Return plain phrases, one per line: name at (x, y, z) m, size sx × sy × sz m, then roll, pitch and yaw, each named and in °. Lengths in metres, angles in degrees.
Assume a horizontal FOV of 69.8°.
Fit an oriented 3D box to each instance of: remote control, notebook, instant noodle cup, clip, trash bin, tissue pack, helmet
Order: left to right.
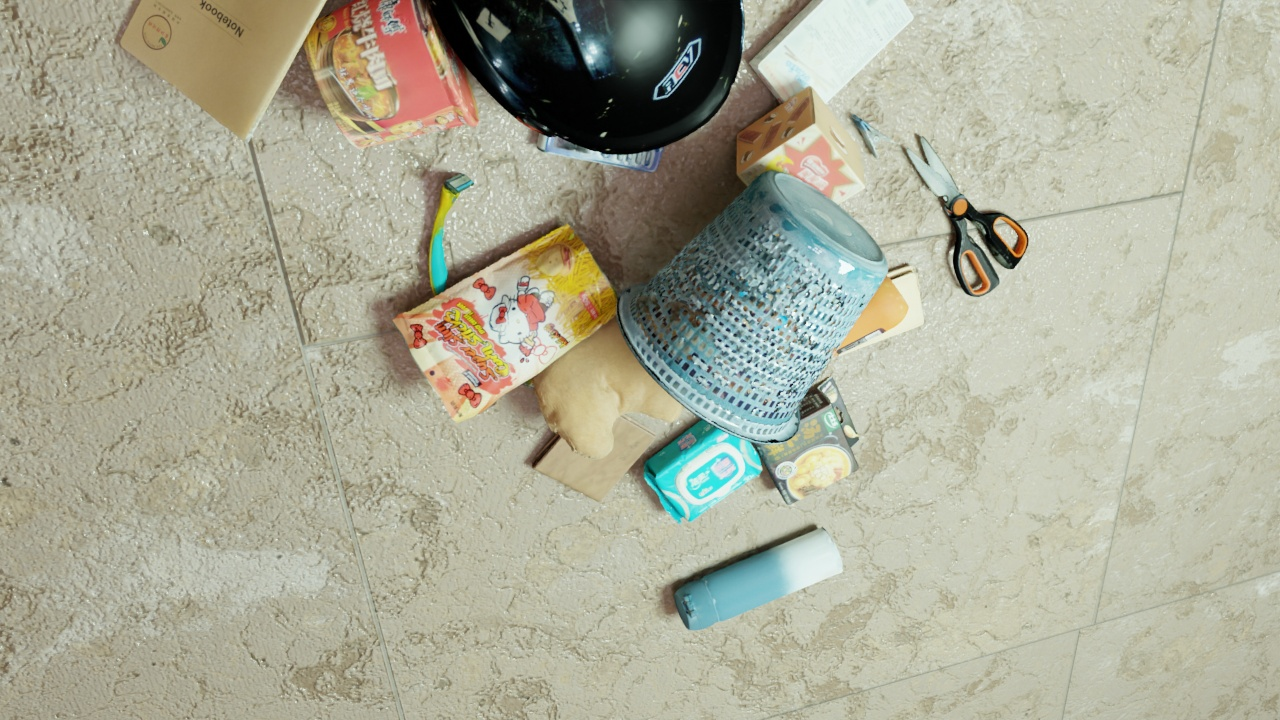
notebook at (-0.322, -0.305, 0.741) m, size 0.148 × 0.008 × 0.208 m, roll 37°, pitch 102°, yaw 8°
instant noodle cup at (-0.213, -0.250, 0.786) m, size 0.108 × 0.137 × 0.138 m, roll -19°, pitch 120°, yaw 2°
helmet at (-0.047, -0.303, 0.751) m, size 0.275 × 0.230 × 0.234 m, roll 42°, pitch 100°, yaw 10°
remote control at (-0.038, -0.221, 0.910) m, size 0.124 × 0.024 × 0.049 m, roll 7°, pitch 113°, yaw -21°
tissue pack at (0.074, 0.129, 1.102) m, size 0.133 × 0.050 × 0.093 m, roll -36°, pitch 121°, yaw 3°
trash bin at (0.122, -0.065, 0.890) m, size 0.226 × 0.226 × 0.195 m, roll 24°, pitch 120°, yaw -26°
clip at (0.247, -0.244, 0.990) m, size 0.056 × 0.024 × 0.026 m, roll 33°, pitch 105°, yaw -34°

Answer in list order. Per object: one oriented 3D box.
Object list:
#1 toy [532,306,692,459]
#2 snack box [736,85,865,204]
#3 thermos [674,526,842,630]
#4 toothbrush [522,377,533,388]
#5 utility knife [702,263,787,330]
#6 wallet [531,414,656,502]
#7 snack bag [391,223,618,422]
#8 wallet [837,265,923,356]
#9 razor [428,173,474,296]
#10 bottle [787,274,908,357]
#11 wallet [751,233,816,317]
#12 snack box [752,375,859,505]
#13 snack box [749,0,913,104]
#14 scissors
toy at (-0.006, 0.006, 0.990) m, size 0.226 × 0.082 × 0.143 m, roll -27°, pitch 97°, yaw -8°
snack box at (0.161, -0.203, 0.932) m, size 0.095 × 0.076 × 0.093 m, roll -29°, pitch 124°, yaw 30°
thermos at (0.152, 0.287, 1.198) m, size 0.220 × 0.070 × 0.070 m, roll -21°, pitch 119°, yaw -6°
toothbrush at (-0.128, 0.024, 1.010) m, size 0.185 × 0.012 × 0.017 m, roll 27°, pitch 115°, yaw -27°
utility knife at (0.147, -0.049, 1.056) m, size 0.203 × 0.018 × 0.034 m, roll 35°, pitch 105°, yaw -29°
wallet at (-0.053, 0.104, 1.062) m, size 0.101 × 0.020 × 0.115 m, roll 31°, pitch 111°, yaw -28°
snack bag at (-0.131, -0.040, 0.931) m, size 0.207 × 0.073 × 0.128 m, roll -32°, pitch 101°, yaw -6°
wallet at (0.279, -0.061, 1.089) m, size 0.115 × 0.024 × 0.087 m, roll -19°, pitch 116°, yaw -5°
razor at (-0.194, -0.118, 0.910) m, size 0.028 × 0.043 × 0.133 m, roll 17°, pitch 116°, yaw 4°
bottle at (0.228, -0.038, 1.044) m, size 0.150 × 0.066 × 0.067 m, roll -35°, pitch 121°, yaw 14°
wallet at (0.186, -0.119, 1.027) m, size 0.108 × 0.031 × 0.132 m, roll -40°, pitch 120°, yaw 1°
snack box at (0.209, 0.101, 1.135) m, size 0.126 × 0.053 × 0.113 m, roll -28°, pitch 120°, yaw 3°
snack box at (0.194, -0.325, 0.930) m, size 0.157 × 0.027 × 0.084 m, roll -43°, pitch 120°, yaw 6°
scissors at (0.383, -0.180, 1.068) m, size 0.161 × 0.022 × 0.234 m, roll -25°, pitch 116°, yaw -12°
